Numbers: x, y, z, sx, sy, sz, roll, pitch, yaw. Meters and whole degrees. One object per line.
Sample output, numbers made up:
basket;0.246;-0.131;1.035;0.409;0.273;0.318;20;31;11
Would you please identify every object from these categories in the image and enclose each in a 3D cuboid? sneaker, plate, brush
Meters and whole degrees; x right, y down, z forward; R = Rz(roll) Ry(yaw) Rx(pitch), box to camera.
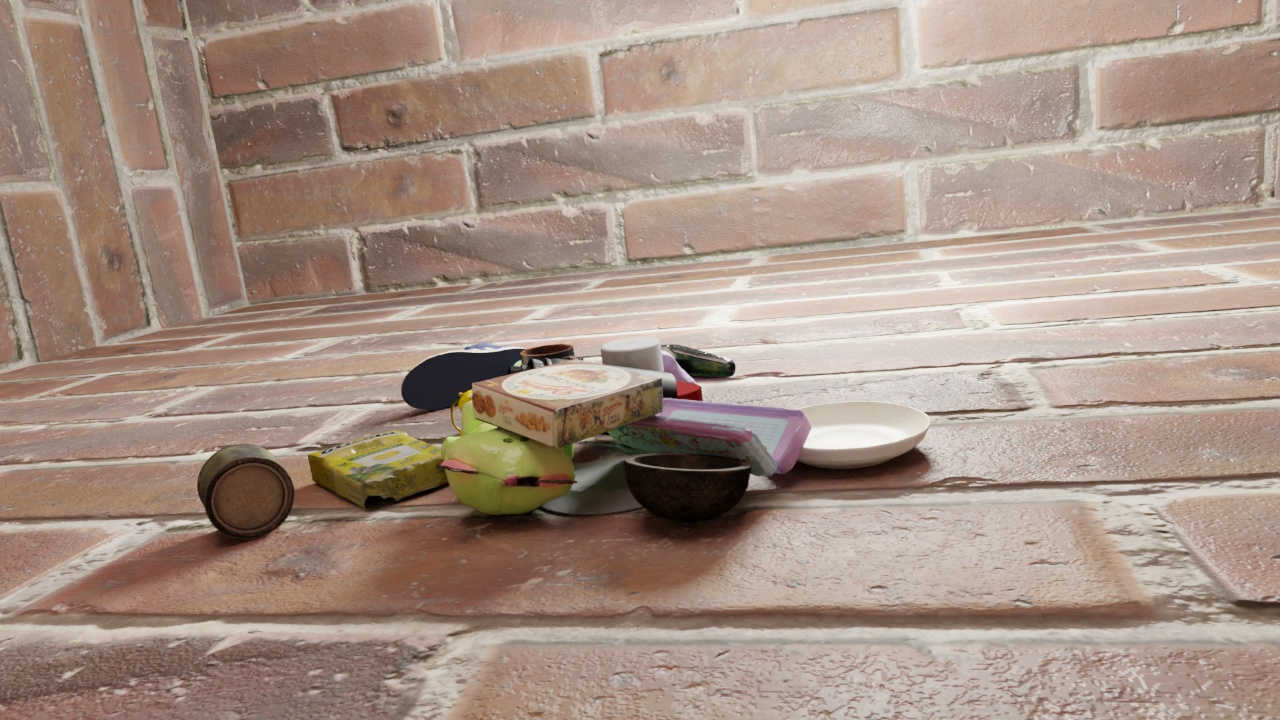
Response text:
sneaker;-0.301;0.016;1.524;0.232;0.091;0.118;-15;15;-28
plate;-0.031;0.130;1.009;0.178;0.012;0.178;-7;12;1
brush;0.011;0.055;1.270;0.082;0.042;0.174;-15;14;-35
plate;0.228;0.085;1.018;0.182;0.034;0.182;-7;12;1

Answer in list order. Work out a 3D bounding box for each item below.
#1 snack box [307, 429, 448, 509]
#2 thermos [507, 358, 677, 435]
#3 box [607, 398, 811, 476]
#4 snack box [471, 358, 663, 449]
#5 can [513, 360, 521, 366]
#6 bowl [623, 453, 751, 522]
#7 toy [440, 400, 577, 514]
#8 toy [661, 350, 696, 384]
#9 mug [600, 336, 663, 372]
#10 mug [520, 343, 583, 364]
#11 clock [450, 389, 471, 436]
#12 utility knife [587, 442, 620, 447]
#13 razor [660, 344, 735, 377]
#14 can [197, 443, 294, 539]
snack box;-0.313;0.127;1.111;0.121;0.045;0.181;-16;14;-35
thermos;-0.063;0.046;1.118;0.198;0.086;0.086;7;8;-17
box;0.065;0.065;0.988;0.215;0.091;0.090;3;51;44
snack box;-0.077;0.040;0.960;0.146;0.041;0.143;-15;19;-41
can;-0.185;0.033;1.460;0.055;0.055;0.101;-7;12;0
bowl;0.044;0.124;0.876;0.121;0.056;0.121;2;2;0
toy;-0.142;0.110;0.979;0.150;0.107;0.196;6;20;-4
toy;0.036;0.018;1.331;0.080;0.100;0.036;6;55;44
mug;-0.007;0.007;1.232;0.084;0.070;0.113;-5;14;11
mug;-0.111;0.038;1.262;0.079;0.107;0.116;-17;16;-41
clock;-0.189;0.080;1.162;0.119;0.083;0.057;14;27;24
utility knife;0.004;0.104;1.102;0.167;0.015;0.022;3;15;35
razor;0.076;0.009;1.458;0.152;0.054;0.067;8;28;30
can;-0.429;0.141;0.999;0.089;0.090;0.075;-14;14;-29
